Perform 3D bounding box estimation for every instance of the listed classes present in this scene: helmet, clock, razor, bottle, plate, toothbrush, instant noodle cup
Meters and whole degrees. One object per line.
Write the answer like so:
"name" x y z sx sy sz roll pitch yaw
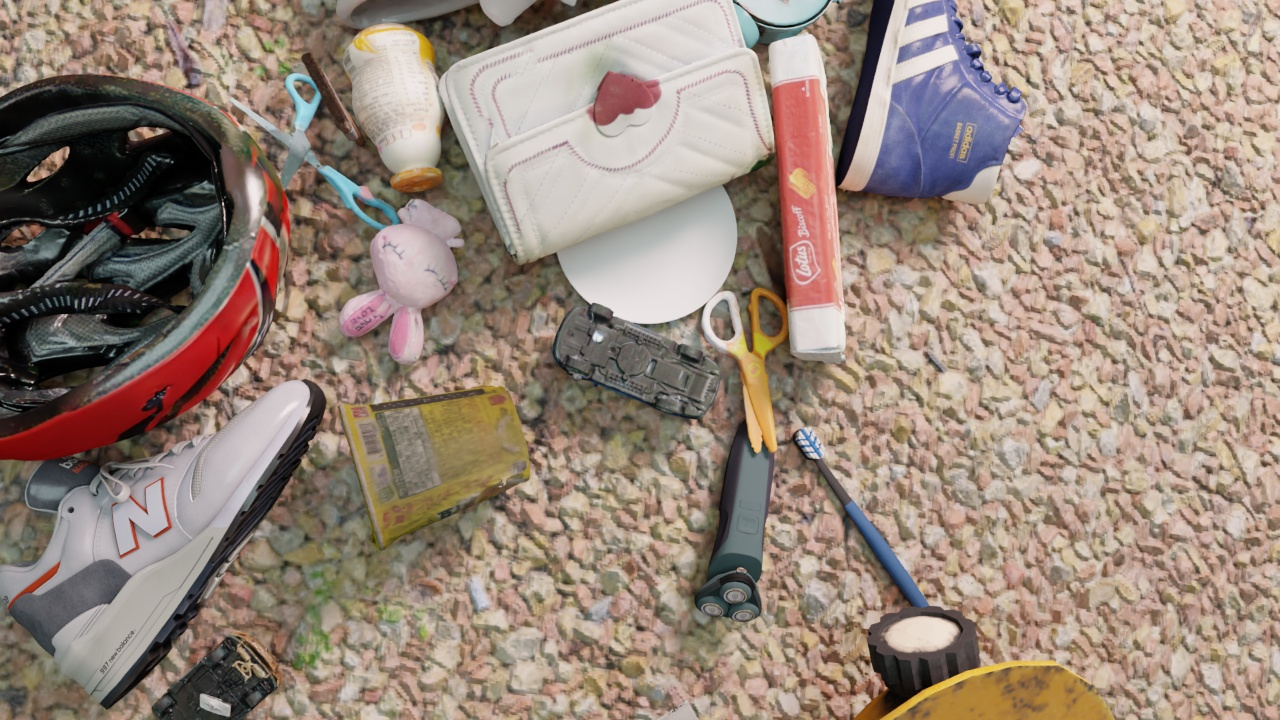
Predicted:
"helmet" -0.330 -0.051 0.548 0.272 0.167 0.217 -20 72 4
"clock" 0.085 -0.275 0.678 0.124 0.053 0.090 -19 87 -8
"razor" 0.072 0.111 0.651 0.047 0.052 0.142 12 74 -4
"bottle" -0.165 -0.172 0.634 0.063 0.063 0.108 -13 86 -8
"helmet" 0.201 0.289 0.603 0.205 0.131 0.255 -15 101 -9
"plate" 0.004 -0.093 0.674 0.134 0.011 0.134 1 85 -7
"toothbrush" 0.164 0.120 0.674 0.014 0.014 0.167 -35 89 -20
"instant noodle cup" -0.135 0.063 0.608 0.108 0.102 0.102 -15 87 -18

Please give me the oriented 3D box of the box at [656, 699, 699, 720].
"box" -0.005 0.364 0.738 0.168 0.404 0.171 -31 90 -9

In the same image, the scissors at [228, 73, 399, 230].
"scissors" -0.216 -0.144 0.624 0.015 0.135 0.135 -29 46 19

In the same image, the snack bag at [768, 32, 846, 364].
"snack bag" 0.120 -0.111 0.657 0.041 0.077 0.225 -3 86 16

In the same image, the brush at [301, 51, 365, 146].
"brush" -0.191 -0.157 0.589 0.008 0.143 0.045 -28 97 -7

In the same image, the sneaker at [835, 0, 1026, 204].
"sneaker" 0.230 -0.226 0.671 0.118 0.091 0.233 14 84 -1

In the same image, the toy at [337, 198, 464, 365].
"toy" -0.161 -0.055 0.632 0.063 0.047 0.110 23 97 -22

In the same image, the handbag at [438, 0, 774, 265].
"handbag" -0.021 -0.160 0.616 0.198 0.096 0.142 -25 108 -10

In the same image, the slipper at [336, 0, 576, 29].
"slipper" -0.099 -0.263 0.613 0.247 0.112 0.075 0 106 16

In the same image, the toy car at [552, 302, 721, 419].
"toy car" -0.004 0.004 0.648 0.120 0.044 0.056 23 83 -6

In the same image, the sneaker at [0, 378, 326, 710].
"sneaker" -0.314 0.091 0.581 0.124 0.089 0.239 33 85 -6

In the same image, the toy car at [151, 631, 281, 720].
"toy car" -0.267 0.210 0.599 0.112 0.047 0.047 -40 90 21

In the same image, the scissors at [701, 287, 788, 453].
"scissors" 0.076 0.008 0.660 0.070 0.013 0.130 1 71 -4
